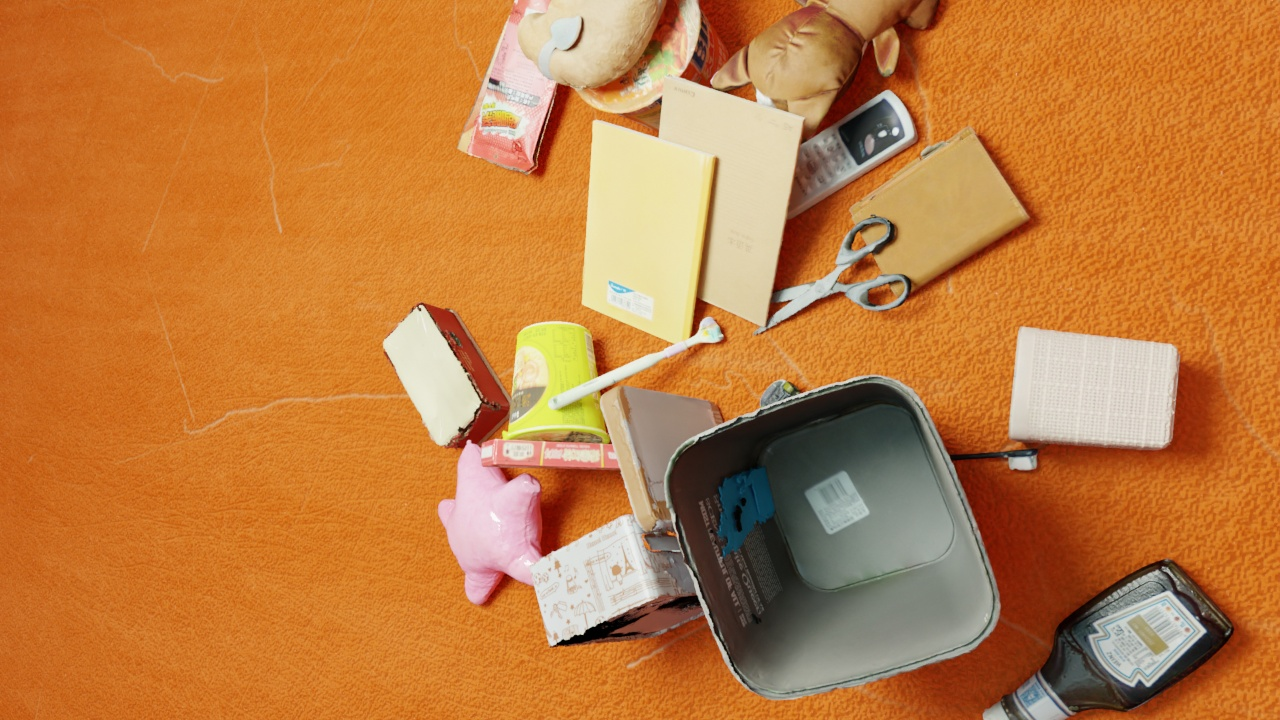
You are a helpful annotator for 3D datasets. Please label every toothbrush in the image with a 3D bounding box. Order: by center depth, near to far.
[{"bbox_3d":[0.255,0.091,0.814,0.181,0.015,0.018,-5,89,28],"label":"toothbrush"},{"bbox_3d":[-0.005,0.005,0.918,0.189,0.020,0.029,-25,66,-9],"label":"toothbrush"}]

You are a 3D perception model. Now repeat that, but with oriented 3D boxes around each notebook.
[{"bbox_3d":[0.074,-0.151,0.880,0.149,0.012,0.212,27,129,29],"label":"notebook"},{"bbox_3d":[0.002,-0.127,0.934,0.146,0.010,0.207,24,124,29],"label":"notebook"}]

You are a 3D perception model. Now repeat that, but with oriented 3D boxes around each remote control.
[{"bbox_3d":[0.190,-0.198,0.886,0.150,0.021,0.058,-31,69,24],"label":"remote control"}]

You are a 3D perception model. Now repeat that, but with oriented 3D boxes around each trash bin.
[{"bbox_3d":[0.155,0.123,0.724,0.199,0.219,0.199,-22,84,17],"label":"trash bin"}]

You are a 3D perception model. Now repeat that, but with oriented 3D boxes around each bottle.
[{"bbox_3d":[0.357,0.239,0.720,0.195,0.044,0.080,-45,64,18],"label":"bottle"}]

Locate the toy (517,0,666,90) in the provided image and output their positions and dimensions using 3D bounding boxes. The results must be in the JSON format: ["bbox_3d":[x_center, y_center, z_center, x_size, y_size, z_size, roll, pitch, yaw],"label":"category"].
[{"bbox_3d":[-0.029,-0.366,0.870,0.143,0.082,0.226,30,96,21],"label":"toy"}]

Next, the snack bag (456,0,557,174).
[{"bbox_3d":[-0.138,-0.329,1.071,0.129,0.073,0.208,26,102,34],"label":"snack bag"}]

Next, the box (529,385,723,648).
[{"bbox_3d":[-0.007,0.152,0.861,0.158,0.180,0.205,-28,67,29],"label":"box"}]

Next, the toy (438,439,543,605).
[{"bbox_3d":[-0.159,0.167,0.993,0.195,0.074,0.178,-31,75,45],"label":"toy"}]

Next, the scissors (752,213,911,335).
[{"bbox_3d":[0.176,-0.068,0.864,0.165,0.014,0.163,37,110,34],"label":"scissors"}]

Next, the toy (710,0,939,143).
[{"bbox_3d":[0.174,-0.298,0.857,0.140,0.130,0.199,36,80,30],"label":"toy"}]

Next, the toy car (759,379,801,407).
[{"bbox_3d":[0.152,0.057,0.865,0.090,0.035,0.042,46,104,25],"label":"toy car"}]

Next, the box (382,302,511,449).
[{"bbox_3d":[-0.232,0.019,1.066,0.091,0.077,0.168,-43,65,17],"label":"box"}]

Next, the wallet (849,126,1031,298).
[{"bbox_3d":[0.264,-0.133,0.828,0.132,0.031,0.107,-35,68,26],"label":"wallet"}]

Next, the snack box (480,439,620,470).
[{"bbox_3d":[-0.078,0.096,0.920,0.075,0.152,0.025,157,115,-69],"label":"snack box"}]

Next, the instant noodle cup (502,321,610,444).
[{"bbox_3d":[-0.091,0.028,0.974,0.112,0.111,0.123,-14,69,28],"label":"instant noodle cup"}]

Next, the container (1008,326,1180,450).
[{"bbox_3d":[0.357,0.026,0.725,0.111,0.089,0.090,5,86,27],"label":"container"}]

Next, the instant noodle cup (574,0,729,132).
[{"bbox_3d":[0.017,-0.310,0.947,0.152,0.111,0.151,-4,81,29],"label":"instant noodle cup"}]
